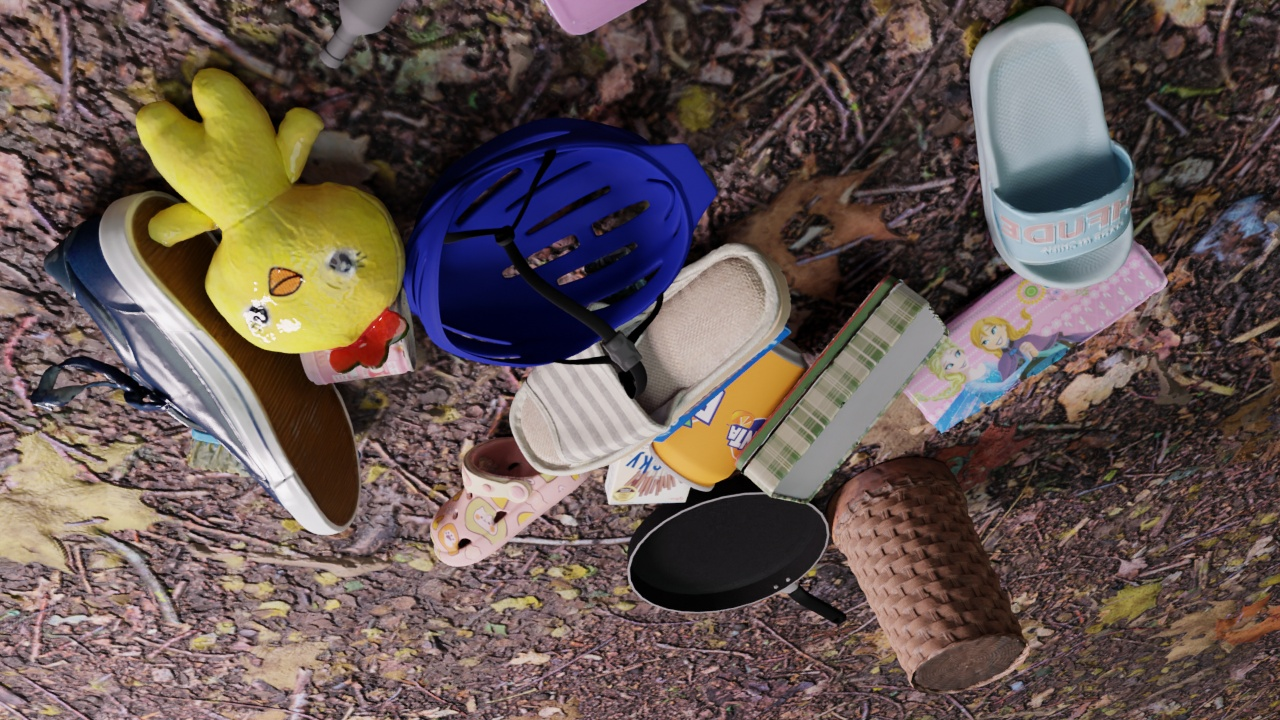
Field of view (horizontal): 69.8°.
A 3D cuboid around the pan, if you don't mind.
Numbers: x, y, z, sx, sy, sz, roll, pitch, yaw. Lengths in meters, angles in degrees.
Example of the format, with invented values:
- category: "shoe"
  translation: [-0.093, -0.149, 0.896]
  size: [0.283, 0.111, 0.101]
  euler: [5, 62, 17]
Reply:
- category: "pan"
  translation: [0.137, 0.237, 1.054]
  size: [0.226, 0.034, 0.356]
  euler: [-37, 131, 22]

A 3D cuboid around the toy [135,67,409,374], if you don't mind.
- category: "toy"
  translation: [-0.234, -0.086, 0.601]
  size: [0.134, 0.092, 0.208]
  euler: [-29, 119, 9]

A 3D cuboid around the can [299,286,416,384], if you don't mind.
- category: "can"
  translation: [-0.213, -0.019, 0.691]
  size: [0.076, 0.067, 0.067]
  euler: [-8, 135, -7]

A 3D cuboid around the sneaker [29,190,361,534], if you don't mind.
- category: "sneaker"
  translation: [-0.320, 0.026, 0.671]
  size: [0.127, 0.120, 0.295]
  euler: [-17, 123, 16]

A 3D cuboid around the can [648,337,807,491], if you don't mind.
- category: "can"
  translation: [0.073, 0.035, 0.783]
  size: [0.079, 0.079, 0.143]
  euler: [24, 107, -32]

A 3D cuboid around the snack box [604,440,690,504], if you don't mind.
- category: "snack box"
  translation: [0.017, 0.081, 0.877]
  size: [0.082, 0.026, 0.150]
  euler: [-1, 133, -15]

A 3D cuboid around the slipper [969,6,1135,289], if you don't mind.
- category: "slipper"
  translation: [0.309, -0.141, 0.682]
  size: [0.104, 0.074, 0.245]
  euler: [-23, 127, 14]

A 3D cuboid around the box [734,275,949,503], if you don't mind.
- category: "box"
  translation: [0.172, 0.029, 0.778]
  size: [0.206, 0.050, 0.117]
  euler: [-54, 150, 9]

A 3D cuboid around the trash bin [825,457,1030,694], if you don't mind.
- category: "trash bin"
  translation: [0.299, 0.228, 0.961]
  size: [0.151, 0.209, 0.151]
  euler: [-7, 136, -7]

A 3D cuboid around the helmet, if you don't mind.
- category: "helmet"
  translation: [-0.062, -0.050, 0.585]
  size: [0.242, 0.227, 0.148]
  euler: [-28, 126, 18]

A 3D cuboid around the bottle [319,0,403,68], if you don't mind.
- category: "bottle"
  translation: [-0.154, -0.217, 0.537]
  size: [0.030, 0.030, 0.113]
  euler: [28, 122, -34]

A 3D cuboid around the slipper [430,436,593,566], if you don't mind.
- category: "slipper"
  translation: [-0.125, 0.106, 0.834]
  size: [0.198, 0.093, 0.081]
  euler: [-35, 112, 18]

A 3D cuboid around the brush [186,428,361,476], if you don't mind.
- category: "brush"
  translation: [-0.297, 0.061, 0.762]
  size: [0.135, 0.055, 0.075]
  euler: [19, 105, -29]

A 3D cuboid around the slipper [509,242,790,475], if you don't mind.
- category: "slipper"
  translation: [-0.004, 0.004, 0.713]
  size: [0.273, 0.114, 0.054]
  euler: [-33, 168, 27]

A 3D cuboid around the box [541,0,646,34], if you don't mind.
- category: "box"
  translation: [-0.060, -0.281, 0.496]
  size: [0.076, 0.036, 0.214]
  euler: [-24, 135, 15]

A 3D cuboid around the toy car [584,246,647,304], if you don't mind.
- category: "toy car"
  translation: [-0.016, -0.062, 0.724]
  size: [0.039, 0.027, 0.090]
  euler: [-19, 151, 7]

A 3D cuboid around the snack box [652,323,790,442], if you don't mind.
- category: "snack box"
  translation: [0.043, -0.012, 0.745]
  size: [0.034, 0.087, 0.152]
  euler: [19, 127, -44]

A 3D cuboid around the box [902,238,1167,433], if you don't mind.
- category: "box"
  translation: [0.341, -0.037, 0.831]
  size: [0.231, 0.076, 0.084]
  euler: [-41, 92, 25]
